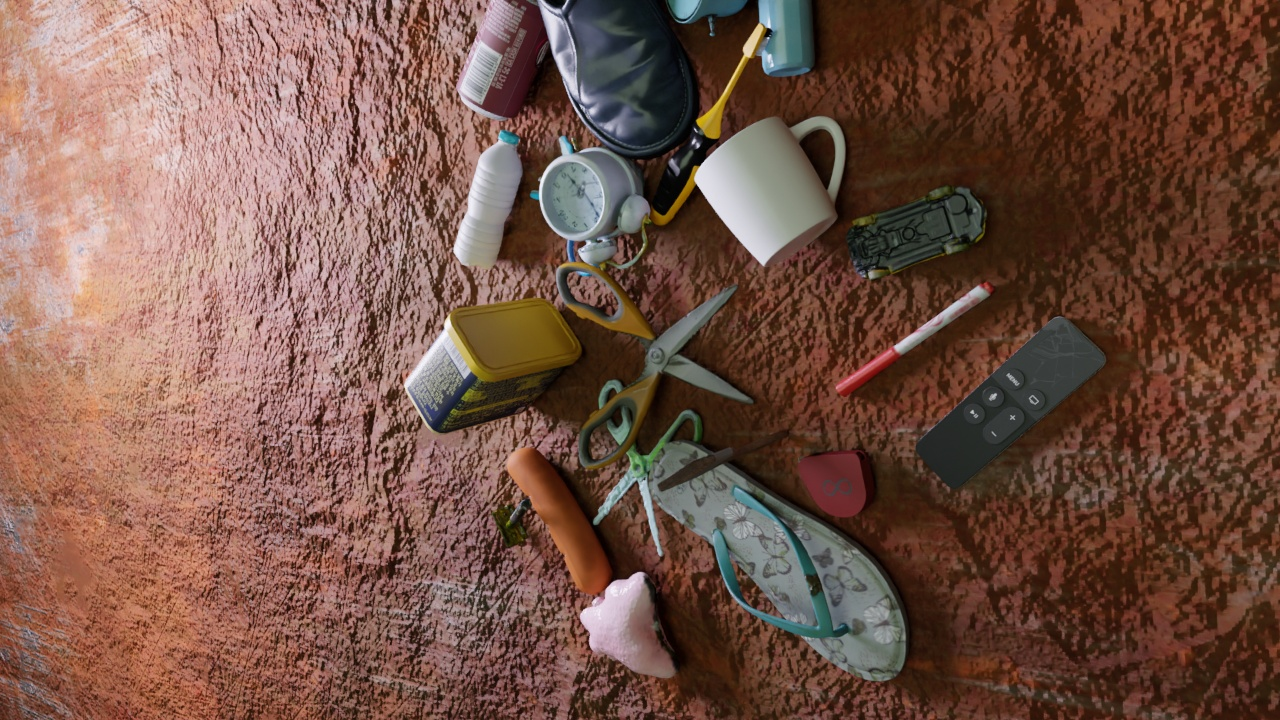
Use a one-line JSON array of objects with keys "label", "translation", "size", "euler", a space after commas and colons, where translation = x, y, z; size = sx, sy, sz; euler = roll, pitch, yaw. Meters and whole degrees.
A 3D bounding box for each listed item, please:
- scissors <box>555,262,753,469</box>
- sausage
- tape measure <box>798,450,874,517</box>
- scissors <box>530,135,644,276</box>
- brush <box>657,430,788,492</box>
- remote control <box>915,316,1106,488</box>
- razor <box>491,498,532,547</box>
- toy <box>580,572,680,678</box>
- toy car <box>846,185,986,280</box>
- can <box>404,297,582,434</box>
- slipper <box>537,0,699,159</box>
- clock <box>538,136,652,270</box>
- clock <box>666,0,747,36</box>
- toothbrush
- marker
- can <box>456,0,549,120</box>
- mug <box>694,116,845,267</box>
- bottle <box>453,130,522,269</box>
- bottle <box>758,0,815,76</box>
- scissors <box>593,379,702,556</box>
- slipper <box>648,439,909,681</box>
[{"label": "scissors", "translation": [-0.004, 0.004, 0.826], "size": [0.225, 0.016, 0.230], "euler": [32, 106, 21]}, {"label": "sausage", "translation": [-0.079, 0.155, 0.907], "size": [0.045, 0.039, 0.164], "euler": [-46, 70, 38]}, {"label": "tape measure", "translation": [0.158, 0.099, 0.737], "size": [0.059, 0.019, 0.051], "euler": [-10, 94, 44]}, {"label": "scissors", "translation": [-0.052, -0.142, 0.859], "size": [0.134, 0.011, 0.140], "euler": [9, 104, 32]}, {"label": "brush", "translation": [0.074, 0.072, 0.717], "size": [0.045, 0.142, 0.008], "euler": [-40, 72, 42]}, {"label": "remote control", "translation": [0.261, 0.033, 0.657], "size": [0.045, 0.008, 0.147], "euler": [50, 122, 19]}, {"label": "razor", "translation": [-0.124, 0.156, 0.923], "size": [0.042, 0.026, 0.106], "euler": [64, 155, 13]}, {"label": "toy", "translation": [-0.013, 0.254, 0.867], "size": [0.093, 0.050, 0.102], "euler": [-18, 90, 34]}, {"label": "toy car", "translation": [0.200, -0.092, 0.669], "size": [0.107, 0.030, 0.049], "euler": [-17, 86, 39]}, {"label": "can", "translation": [-0.141, 0.006, 0.871], "size": [0.105, 0.135, 0.075], "euler": [-46, 71, 35]}, {"label": "slipper", "translation": [-0.037, -0.296, 0.764], "size": [0.109, 0.083, 0.265], "euler": [-20, 85, 16]}, {"label": "clock", "translation": [-0.036, -0.134, 0.808], "size": [0.083, 0.056, 0.117], "euler": [-43, 81, 33]}, {"label": "clock", "translation": [0.052, -0.321, 0.703], "size": [0.090, 0.053, 0.124], "euler": [-120, 31, -46]}, {"label": "toothbrush", "translation": [0.053, -0.185, 0.744], "size": [0.031, 0.030, 0.197], "euler": [62, 140, 30]}, {"label": "marker", "translation": [0.204, -0.015, 0.690], "size": [0.143, 0.012, 0.013], "euler": [-41, 73, 33]}, {"label": "can", "translation": [-0.124, -0.287, 0.855], "size": [0.063, 0.063, 0.114], "euler": [44, 120, 23]}, {"label": "mug", "translation": [0.113, -0.136, 0.706], "size": [0.114, 0.081, 0.087], "euler": [-33, 82, 3]}, {"label": "bottle", "translation": [-0.147, -0.159, 0.905], "size": [0.044, 0.044, 0.136], "euler": [34, 115, 28]}, {"label": "bottle", "translation": [0.109, -0.286, 0.699], "size": [0.040, 0.040, 0.130], "euler": [0, 97, 36]}, {"label": "scissors", "translation": [-0.004, 0.095, 0.862], "size": [0.165, 0.024, 0.172], "euler": [48, 119, 14]}, {"label": "slipper", "translation": [0.107, 0.159, 0.759], "size": [0.269, 0.054, 0.098], "euler": [40, 116, 23]}]
